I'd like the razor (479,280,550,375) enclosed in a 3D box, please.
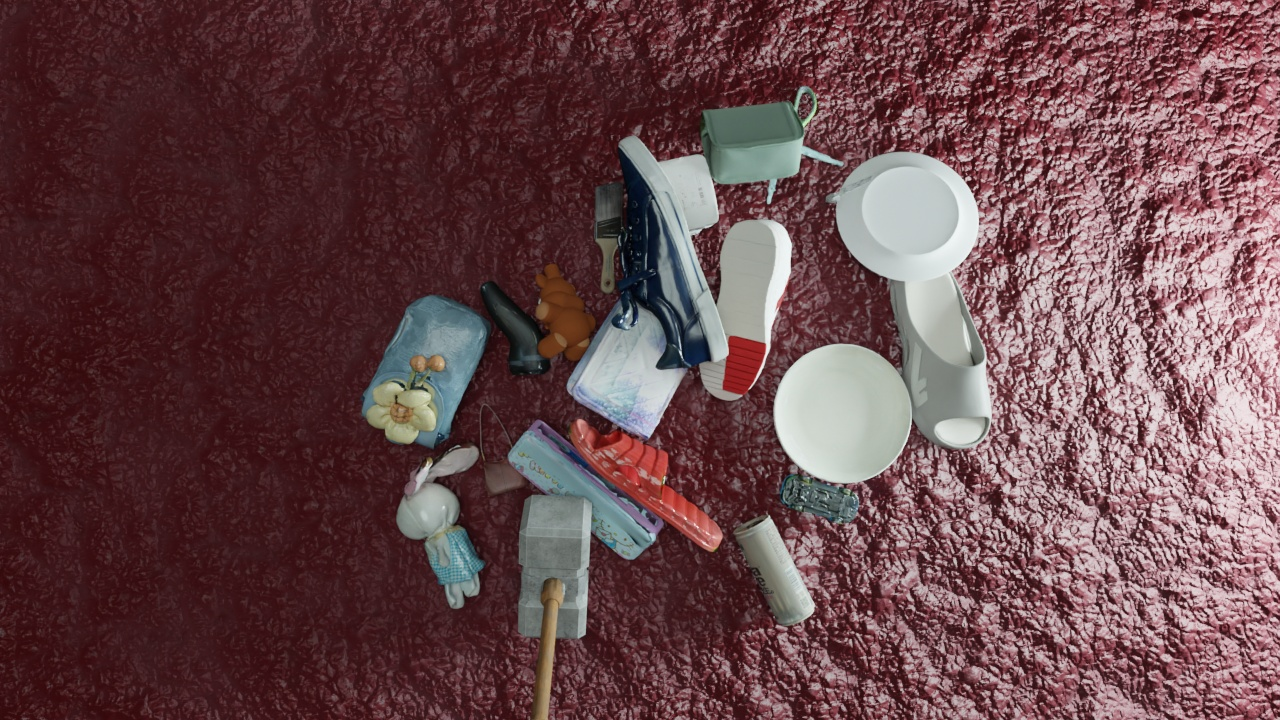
[{"bbox_3d":[-0.168,-0.039,1.197,0.064,0.053,0.140,-36,86,3],"label":"razor"}]

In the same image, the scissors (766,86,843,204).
[{"bbox_3d":[0.194,-0.293,1.246,0.172,0.021,0.171,19,83,-5],"label":"scissors"}]

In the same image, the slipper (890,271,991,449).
[{"bbox_3d":[0.401,-0.013,1.203,0.113,0.081,0.265,-10,87,-6],"label":"slipper"}]

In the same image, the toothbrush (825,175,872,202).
[{"bbox_3d":[0.266,-0.216,1.158,0.010,0.181,0.010,3,92,-6],"label":"toothbrush"}]

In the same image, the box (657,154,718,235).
[{"bbox_3d":[0.044,-0.210,1.224,0.107,0.091,0.102,-13,94,3],"label":"box"}]

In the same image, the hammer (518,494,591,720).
[{"bbox_3d":[-0.103,0.303,1.029,0.083,0.317,0.163,3,114,-2],"label":"hammer"}]

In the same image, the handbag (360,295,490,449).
[{"bbox_3d":[-0.270,0.013,1.155,0.122,0.118,0.192,27,92,-1],"label":"handbag"}]

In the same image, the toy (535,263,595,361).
[{"bbox_3d":[-0.106,-0.065,1.185,0.065,0.094,0.127,-38,57,30],"label":"toy"}]

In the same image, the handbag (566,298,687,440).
[{"bbox_3d":[-0.007,0.007,1.195,0.126,0.069,0.158,31,86,-13],"label":"handbag"}]

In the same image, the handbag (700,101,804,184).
[{"bbox_3d":[0.146,-0.286,1.193,0.122,0.067,0.106,-8,51,-2],"label":"handbag"}]

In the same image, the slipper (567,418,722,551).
[{"bbox_3d":[0.016,0.146,1.168,0.249,0.103,0.059,39,100,-7],"label":"slipper"}]

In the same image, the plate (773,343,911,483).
[{"bbox_3d":[0.264,0.070,1.215,0.182,0.034,0.182,0,87,-2],"label":"plate"}]

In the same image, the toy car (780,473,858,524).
[{"bbox_3d":[0.234,0.182,1.209,0.105,0.032,0.048,17,86,-7],"label":"toy car"}]

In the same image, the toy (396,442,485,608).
[{"bbox_3d":[-0.255,0.216,1.171,0.106,0.130,0.205,-10,96,28],"label":"toy"}]

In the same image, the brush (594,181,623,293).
[{"bbox_3d":[-0.042,-0.164,1.227,0.039,0.012,0.151,0,88,-3],"label":"brush"}]

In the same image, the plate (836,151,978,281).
[{"bbox_3d":[0.357,-0.197,1.222,0.188,0.016,0.188,0,74,1],"label":"plate"}]

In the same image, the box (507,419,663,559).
[{"bbox_3d":[-0.068,0.163,1.170,0.214,0.078,0.064,40,57,0],"label":"box"}]

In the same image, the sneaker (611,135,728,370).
[{"bbox_3d":[0.004,-0.123,1.119,0.127,0.121,0.294,-18,92,-3],"label":"sneaker"}]

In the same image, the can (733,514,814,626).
[{"bbox_3d":[0.174,0.272,1.190,0.054,0.054,0.135,-27,88,-4],"label":"can"}]

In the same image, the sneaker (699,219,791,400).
[{"bbox_3d":[0.147,-0.067,1.195,0.090,0.104,0.237,16,108,28],"label":"sneaker"}]

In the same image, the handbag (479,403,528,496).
[{"bbox_3d":[-0.188,0.114,1.201,0.055,0.029,0.119,-16,82,-7],"label":"handbag"}]
